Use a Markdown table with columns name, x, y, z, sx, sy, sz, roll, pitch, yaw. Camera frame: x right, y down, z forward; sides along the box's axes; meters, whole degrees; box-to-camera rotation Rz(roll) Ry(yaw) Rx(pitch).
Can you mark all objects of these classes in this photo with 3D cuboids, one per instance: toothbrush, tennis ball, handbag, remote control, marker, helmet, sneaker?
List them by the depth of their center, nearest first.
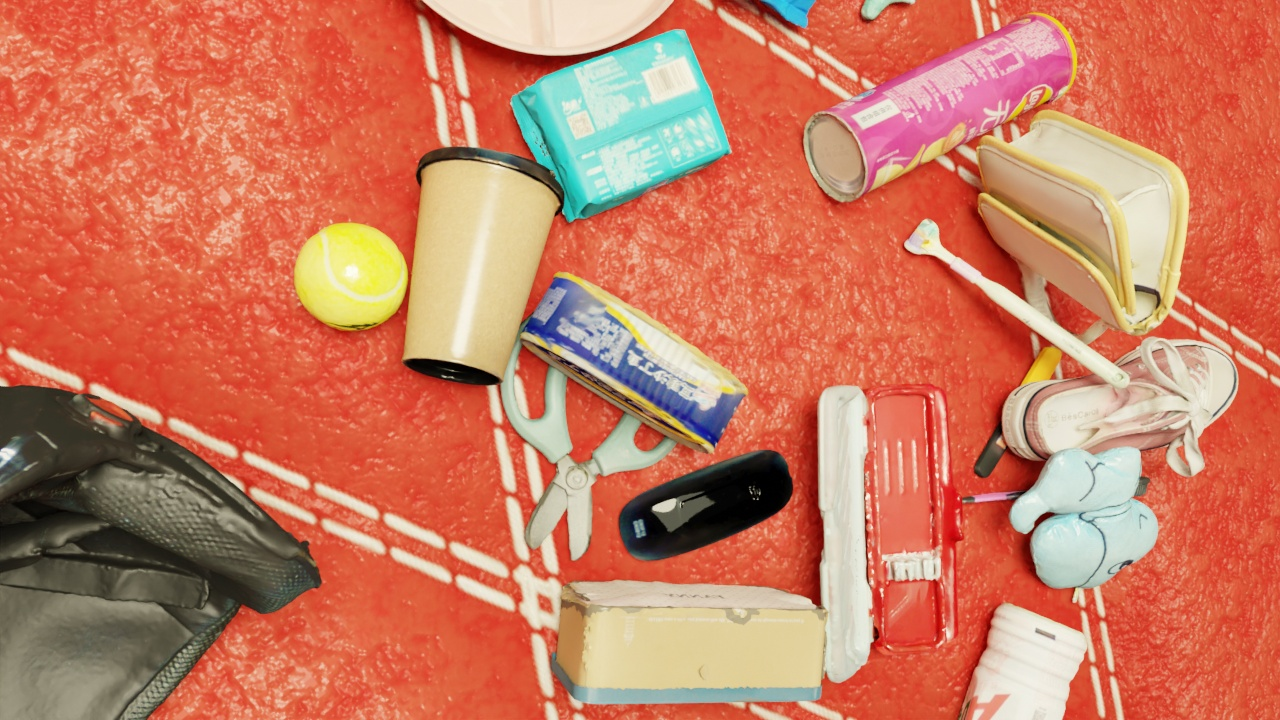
| name | x | y | z | sx | sy | sz | roll | pitch | yaw |
| --- | --- | --- | --- | --- | --- | --- | --- | --- | --- |
| helmet | -0.302 | 0.120 | 0.403 | 0.230 | 0.275 | 0.233 | 27 | 66 | 12 |
| tennis ball | -0.175 | -0.050 | 0.555 | 0.065 | 0.065 | 0.065 | 1 | 87 | -18 |
| remote control | 0.051 | 0.101 | 0.644 | 0.136 | 0.024 | 0.053 | -18 | 92 | -18 |
| handbag | 0.310 | -0.076 | 0.668 | 0.063 | 0.163 | 0.179 | -20 | 123 | -4 |
| toothbrush | 0.281 | -0.041 | 0.687 | 0.189 | 0.020 | 0.029 | 41 | 92 | 16 |
| sneaker | 0.402 | 0.036 | 0.723 | 0.240 | 0.088 | 0.118 | -9 | 95 | -24 |
| marker | 0.302 | 0.041 | 0.737 | 0.018 | 0.015 | 0.123 | 37 | 79 | -17 |
| toothbrush | 0.339 | 0.109 | 0.746 | 0.189 | 0.014 | 0.018 | -3 | 100 | -18 |

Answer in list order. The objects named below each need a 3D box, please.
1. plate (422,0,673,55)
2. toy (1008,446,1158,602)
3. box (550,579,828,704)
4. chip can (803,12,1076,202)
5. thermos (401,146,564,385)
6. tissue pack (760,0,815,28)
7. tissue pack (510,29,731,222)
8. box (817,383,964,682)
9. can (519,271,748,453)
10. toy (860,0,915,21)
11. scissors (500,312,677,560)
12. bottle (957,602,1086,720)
| name | x | y | z | sx | sy | sz | roll | pitch | yaw |
| --- | --- | --- | --- | --- | --- | --- | --- | --- | --- |
| plate | -0.069 | -0.308 | 0.594 | 0.229 | 0.028 | 0.229 | 1 | 88 | -19 |
| toy | 0.343 | 0.128 | 0.706 | 0.161 | 0.049 | 0.156 | -2 | 125 | -18 |
| box | 0.026 | 0.182 | 0.599 | 0.184 | 0.090 | 0.063 | 4 | 87 | -16 |
| chip can | 0.226 | -0.192 | 0.693 | 0.210 | 0.071 | 0.071 | -28 | 96 | -17 |
| thermos | -0.100 | -0.061 | 0.560 | 0.093 | 0.093 | 0.143 | 13 | 76 | -17 |
| tissue pack | 0.103 | -0.326 | 0.656 | 0.094 | 0.052 | 0.157 | 16 | 82 | -37 |
| tissue pack | -0.011 | -0.158 | 0.623 | 0.133 | 0.050 | 0.093 | -25 | 97 | -17 |
| box | 0.172 | 0.118 | 0.665 | 0.160 | 0.064 | 0.201 | 0 | 88 | -38 |
| can | -0.003 | 0.003 | 0.586 | 0.148 | 0.075 | 0.049 | 32 | 80 | -14 |
| toy | 0.190 | -0.312 | 0.709 | 0.092 | 0.030 | 0.096 | 42 | 82 | -10 |
| scissors | -0.049 | 0.041 | 0.618 | 0.172 | 0.019 | 0.176 | 39 | 77 | -14 |
| bottle | 0.270 | 0.285 | 0.687 | 0.068 | 0.068 | 0.196 | 24 | 83 | -16 |
